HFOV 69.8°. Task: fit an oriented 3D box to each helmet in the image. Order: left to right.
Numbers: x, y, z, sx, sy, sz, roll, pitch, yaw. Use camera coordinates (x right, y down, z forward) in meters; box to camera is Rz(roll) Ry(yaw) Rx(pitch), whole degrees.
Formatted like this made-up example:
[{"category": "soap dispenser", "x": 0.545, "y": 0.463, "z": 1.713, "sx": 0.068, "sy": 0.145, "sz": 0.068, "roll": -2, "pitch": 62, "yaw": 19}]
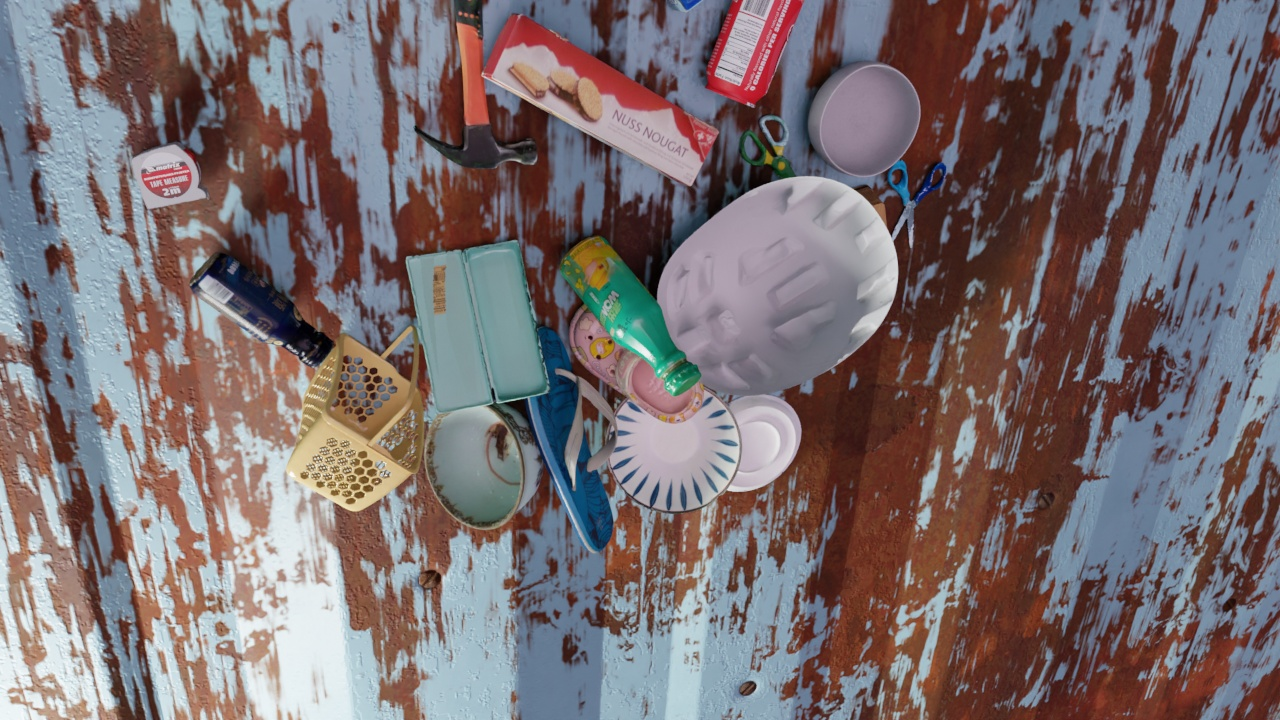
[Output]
[{"category": "helmet", "x": 0.168, "y": -0.090, "z": 1.081, "sx": 0.283, "sy": 0.183, "sz": 0.224, "roll": -40, "pitch": 84, "yaw": 38}]

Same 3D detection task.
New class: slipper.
[{"category": "slipper", "x": -0.075, "y": 0.100, "z": 1.132, "sx": 0.060, "sy": 0.118, "sz": 0.295, "roll": -9, "pitch": 105, "yaw": 28}, {"category": "slipper", "x": -0.007, "y": 0.007, "z": 1.131, "sx": 0.197, "sy": 0.081, "sz": 0.093, "roll": 42, "pitch": 96, "yaw": -4}]

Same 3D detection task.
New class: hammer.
[{"category": "hammer", "x": -0.181, "y": -0.369, "z": 0.963, "sx": 0.133, "sy": 0.033, "sz": 0.334, "roll": -6, "pitch": 114, "yaw": -14}]

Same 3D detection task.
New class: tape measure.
[{"category": "tape measure", "x": -0.490, "y": -0.192, "z": 0.954, "sx": 0.060, "sy": 0.020, "sz": 0.062, "roll": -14, "pitch": 117, "yaw": -10}]

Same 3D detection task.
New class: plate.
[{"category": "plate", "x": 0.157, "y": 0.120, "z": 1.301, "sx": 0.157, "sy": 0.014, "sz": 0.157, "roll": -6, "pitch": 115, "yaw": -14}]

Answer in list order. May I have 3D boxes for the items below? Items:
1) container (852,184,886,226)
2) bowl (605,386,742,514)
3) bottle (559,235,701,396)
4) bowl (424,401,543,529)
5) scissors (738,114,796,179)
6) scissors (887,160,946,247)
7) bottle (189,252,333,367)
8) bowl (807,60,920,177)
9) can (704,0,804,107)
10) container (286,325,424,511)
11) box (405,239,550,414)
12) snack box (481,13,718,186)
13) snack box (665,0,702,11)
[{"category": "container", "x": 0.258, "y": -0.174, "z": 1.167, "sx": 0.114, "sy": 0.061, "sz": 0.063, "roll": -19, "pitch": 118, "yaw": -8}, {"category": "bowl", "x": 0.045, "y": 0.108, "z": 1.215, "sx": 0.177, "sy": 0.071, "sz": 0.177, "roll": 1, "pitch": 97, "yaw": 4}, {"category": "bottle", "x": -0.009, "y": -0.050, "z": 1.072, "sx": 0.068, "sy": 0.068, "sz": 0.209, "roll": -39, "pitch": 75, "yaw": 3}, {"category": "bowl", "x": -0.178, "y": 0.120, "z": 1.141, "sx": 0.093, "sy": 0.160, "sz": 0.160, "roll": -14, "pitch": 127, "yaw": -57}, {"category": "scissors", "x": 0.178, "y": -0.248, "z": 1.138, "sx": 0.070, "sy": 0.014, "sz": 0.130, "roll": -45, "pitch": 117, "yaw": 7}, {"category": "scissors", "x": 0.367, "y": -0.206, "z": 1.214, "sx": 0.104, "sy": 0.015, "sz": 0.134, "roll": -17, "pitch": 119, "yaw": -10}, {"category": "bottle", "x": -0.418, "y": -0.052, "z": 1.021, "sx": 0.056, "sy": 0.056, "sz": 0.161, "roll": -44, "pitch": 118, "yaw": 6}, {"category": "bowl", "x": 0.263, "y": -0.294, "z": 1.111, "sx": 0.131, "sy": 0.064, "sz": 0.132, "roll": -7, "pitch": 116, "yaw": -14}, {"category": "can", "x": 0.128, "y": -0.365, "z": 1.032, "sx": 0.074, "sy": 0.074, "sz": 0.143, "roll": 14, "pitch": 109, "yaw": -23}, {"category": "container", "x": -0.301, "y": 0.054, "z": 1.035, "sx": 0.129, "sy": 0.183, "sz": 0.167, "roll": 38, "pitch": 106, "yaw": -28}, {"category": "box", "x": -0.187, "y": -0.040, "z": 1.058, "sx": 0.136, "sy": 0.033, "sz": 0.186, "roll": -10, "pitch": 83, "yaw": -12}, {"category": "snack box", "x": -0.037, "y": -0.284, "z": 1.018, "sx": 0.272, "sy": 0.044, "sz": 0.077, "roll": 23, "pitch": 100, "yaw": -31}, {"category": "snack box", "x": 0.118, "y": -0.466, "z": 0.992, "sx": 0.226, "sy": 0.059, "sz": 0.059, "roll": -37, "pitch": 115, "yaw": 2}]
